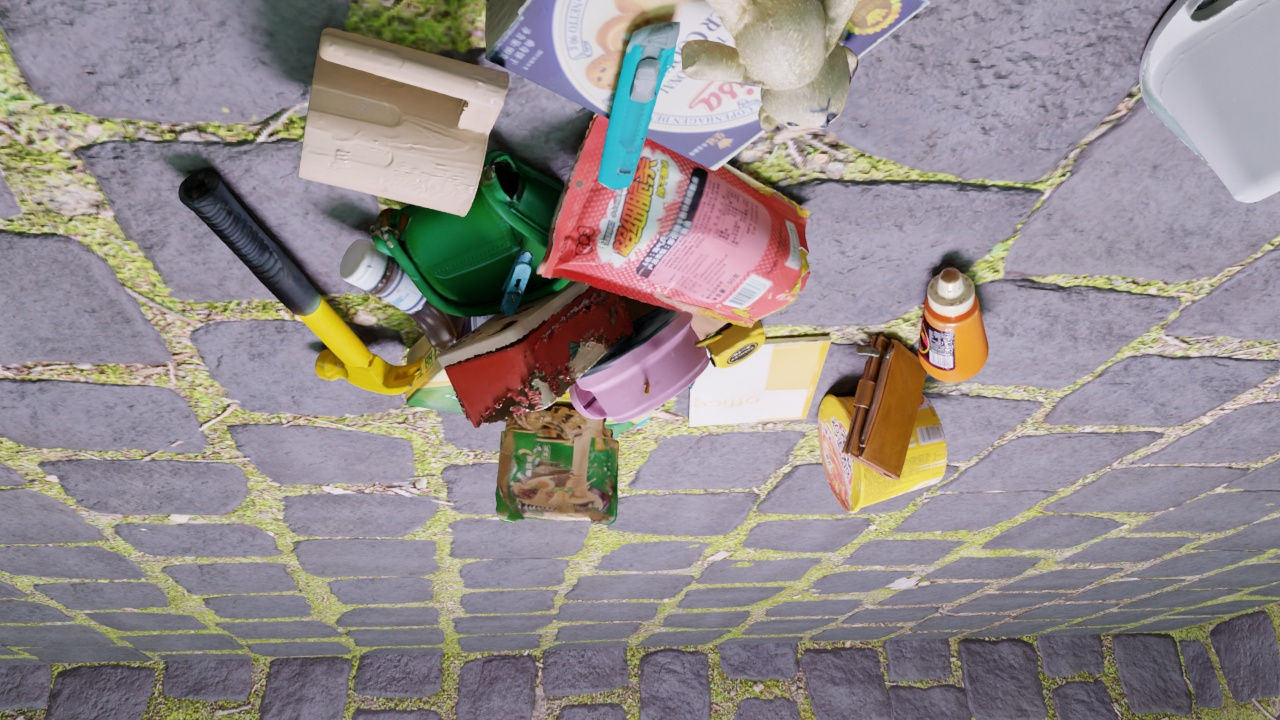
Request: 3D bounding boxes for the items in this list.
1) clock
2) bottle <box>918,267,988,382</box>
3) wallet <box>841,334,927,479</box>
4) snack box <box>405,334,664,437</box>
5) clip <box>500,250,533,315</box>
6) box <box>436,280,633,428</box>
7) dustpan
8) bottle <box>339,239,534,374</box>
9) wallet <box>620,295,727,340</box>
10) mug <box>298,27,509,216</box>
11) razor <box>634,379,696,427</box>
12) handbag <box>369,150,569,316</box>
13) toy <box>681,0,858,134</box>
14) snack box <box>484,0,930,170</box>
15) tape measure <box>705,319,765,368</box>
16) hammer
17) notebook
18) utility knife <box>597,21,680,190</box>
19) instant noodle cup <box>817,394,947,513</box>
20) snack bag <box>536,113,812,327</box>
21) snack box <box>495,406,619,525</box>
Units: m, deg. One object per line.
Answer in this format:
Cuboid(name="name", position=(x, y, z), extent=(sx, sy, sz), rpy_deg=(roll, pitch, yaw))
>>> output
Cuboid(name="clock", position=(-0.005, 0.005, 0.816), extent=(0.117, 0.060, 0.159), rpy_deg=(-39, -167, -25))
Cuboid(name="bottle", position=(0.294, -0.037, 0.867), extent=(0.067, 0.066, 0.149), rpy_deg=(-11, 146, 14))
Cuboid(name="wallet", position=(0.255, 0.048, 0.957), extent=(0.035, 0.130, 0.119), rpy_deg=(7, 165, 47))
Cuboid(name="snack box", position=(-0.103, 0.018, 0.920), extent=(0.239, 0.063, 0.115), rpy_deg=(13, 152, -31))
Cuboid(name="clip", position=(-0.091, -0.057, 0.672), extent=(0.014, 0.047, 0.057), rpy_deg=(13, 139, -15))
Cuboid(name="box", position=(-0.074, -0.010, 0.742), extent=(0.091, 0.167, 0.080), rpy_deg=(-17, 106, 31))
Cuboid(name="dustpan", position=(0.460, -0.207, 0.600), extent=(0.257, 0.142, 0.223), rpy_deg=(-20, 171, -45))
Cuboid(name="bottle", position=(-0.159, -0.045, 0.770), extent=(0.044, 0.079, 0.194), rpy_deg=(-18, 149, 37))
Cuboid(name="wallet", position=(0.031, -0.051, 0.851), extent=(0.115, 0.020, 0.101), rpy_deg=(16, 147, -28))
Cuboid(name="mug", position=(-0.146, -0.147, 0.555), extent=(0.103, 0.084, 0.125), rpy_deg=(9, 160, -21))
Cuboid(name="razor", position=(0.019, 0.040, 1.018), extent=(0.043, 0.028, 0.133), rpy_deg=(26, 145, -6))
Cuboid(name="handbag", position=(-0.120, -0.093, 0.690), extent=(0.132, 0.067, 0.120), rpy_deg=(-18, 150, 27))
Cuboid(name="toy", position=(0.068, -0.168, 0.460), extent=(0.105, 0.066, 0.157), rpy_deg=(-32, 153, 15))
Cuboid(name="snack box", position=(0.035, -0.201, 0.518), extent=(0.182, 0.045, 0.178), rpy_deg=(17, 148, -34))
Cuboid(name="tape measure", position=(0.093, -0.018, 0.902), extent=(0.060, 0.029, 0.057), rpy_deg=(-30, 159, 0))
Cuboid(name="hammer", position=(-0.281, -0.050, 0.773), extent=(0.129, 0.032, 0.301), rpy_deg=(11, 154, 19))
Cuboid(name="notebook", position=(0.126, 0.027, 1.025), extent=(0.146, 0.010, 0.206), rpy_deg=(-3, 154, 0))
Cuboid(name="utility knife", position=(-0.004, -0.148, 0.555), extent=(0.029, 0.013, 0.151), rpy_deg=(6, 154, -9))
Cuboid(name="instant noodle cup", position=(0.280, 0.098, 1.064), extent=(0.109, 0.138, 0.138), rpy_deg=(-10, 154, -8))
Cuboid(name="snack bag", position=(0.033, -0.095, 0.686), extent=(0.207, 0.073, 0.129), rpy_deg=(15, 110, -33))
Cuboid(name="snack box", position=(-0.089, 0.117, 0.928), extent=(0.118, 0.117, 0.106), rpy_deg=(6, 160, -12))
